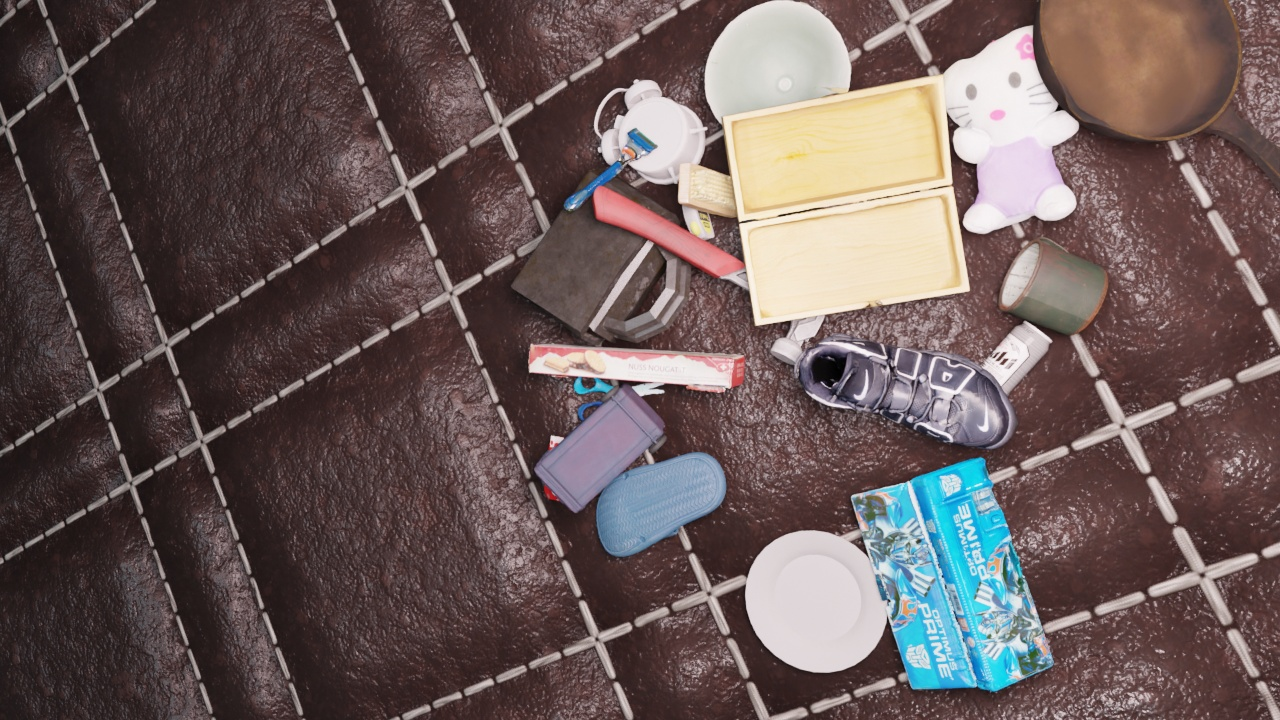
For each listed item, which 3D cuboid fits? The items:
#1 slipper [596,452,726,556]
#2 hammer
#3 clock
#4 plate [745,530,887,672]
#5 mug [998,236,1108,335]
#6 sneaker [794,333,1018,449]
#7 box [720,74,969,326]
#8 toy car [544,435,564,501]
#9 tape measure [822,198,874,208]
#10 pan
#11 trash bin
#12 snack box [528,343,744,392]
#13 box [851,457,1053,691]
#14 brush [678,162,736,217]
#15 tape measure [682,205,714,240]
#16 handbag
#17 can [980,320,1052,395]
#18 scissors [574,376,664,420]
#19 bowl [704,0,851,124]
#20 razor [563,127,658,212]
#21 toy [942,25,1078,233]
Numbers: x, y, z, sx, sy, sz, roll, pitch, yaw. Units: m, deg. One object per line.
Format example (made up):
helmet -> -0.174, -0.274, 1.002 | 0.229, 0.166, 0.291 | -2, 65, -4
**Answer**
slipper -> 0.024, 0.181, 1.188 | 0.214, 0.059, 0.103 | -32, 69, 30
hammer -> 0.083, -0.126, 1.110 | 0.315, 0.036, 0.126 | 29, 83, -4
clock -> 0.011, -0.295, 1.191 | 0.159, 0.061, 0.120 | 34, 101, 22
plate -> 0.216, 0.295, 1.133 | 0.173, 0.019, 0.173 | 0, 90, 21
mug -> 0.453, -0.088, 1.004 | 0.081, 0.085, 0.110 | 22, 57, 1
sneaker -> 0.279, 0.029, 1.014 | 0.253, 0.150, 0.097 | 20, 102, 35
box -> 0.235, -0.182, 1.061 | 0.247, 0.076, 0.257 | -9, 92, 6
toy car -> -0.109, 0.148, 1.255 | 0.038, 0.025, 0.089 | 9, 94, 21
tape measure -> 0.255, -0.208, 1.113 | 0.062, 0.020, 0.060 | 22, 98, 20
pan -> 0.555, -0.284, 0.953 | 0.356, 0.043, 0.248 | 42, 77, -1
trash bin -> -0.054, 0.113, 1.185 | 0.161, 0.092, 0.094 | -43, 93, 8
snack box -> -0.007, 0.007, 1.183 | 0.273, 0.076, 0.044 | 4, 94, 18
box -> 0.352, 0.249, 1.042 | 0.167, 0.075, 0.243 | -18, 84, 13
brush -> 0.090, -0.208, 1.125 | 0.039, 0.117, 0.049 | 4, 90, 41
tape measure -> 0.071, -0.184, 1.162 | 0.017, 0.064, 0.065 | -17, 88, 20
handbag -> -0.024, -0.114, 1.178 | 0.199, 0.102, 0.197 | 37, 95, 25
can -> 0.414, 0.008, 1.040 | 0.044, 0.044, 0.107 | 42, 104, 16
scissors -> -0.026, 0.049, 1.231 | 0.134, 0.016, 0.073 | -4, 84, 16
bowl -> 0.170, -0.341, 1.120 | 0.174, 0.067, 0.174 | 0, 90, 19
razor -> -0.042, -0.234, 1.148 | 0.141, 0.018, 0.044 | -43, 70, -8
toy -> 0.413, -0.253, 1.015 | 0.138, 0.085, 0.209 | -8, 94, 39
